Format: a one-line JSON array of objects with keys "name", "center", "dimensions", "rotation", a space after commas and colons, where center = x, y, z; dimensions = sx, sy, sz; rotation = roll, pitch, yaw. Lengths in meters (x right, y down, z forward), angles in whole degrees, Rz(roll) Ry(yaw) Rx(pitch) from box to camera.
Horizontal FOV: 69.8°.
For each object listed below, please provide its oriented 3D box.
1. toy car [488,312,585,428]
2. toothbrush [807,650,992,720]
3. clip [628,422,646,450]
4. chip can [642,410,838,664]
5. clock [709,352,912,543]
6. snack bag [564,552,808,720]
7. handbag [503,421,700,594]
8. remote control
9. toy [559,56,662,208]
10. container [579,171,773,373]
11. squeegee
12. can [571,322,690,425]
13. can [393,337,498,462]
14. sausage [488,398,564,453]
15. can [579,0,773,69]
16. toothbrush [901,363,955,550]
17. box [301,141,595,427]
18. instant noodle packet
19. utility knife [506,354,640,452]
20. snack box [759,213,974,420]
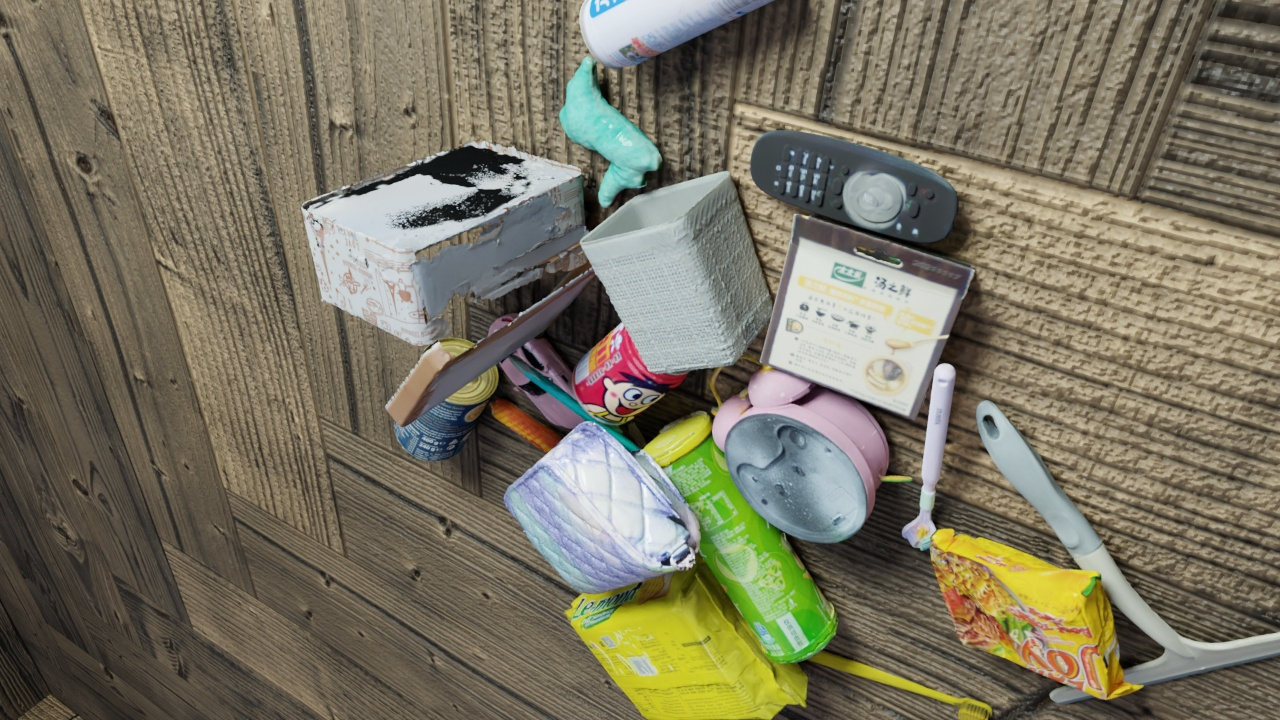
[{"name": "toy car", "center": [-0.091, 0.012, 0.825], "dimensions": [0.122, 0.037, 0.056], "rotation": [52, 136, -6]}, {"name": "toothbrush", "center": [0.206, 0.278, 0.799], "dimensions": [0.190, 0.016, 0.016], "rotation": [10, 124, 31]}, {"name": "clip", "center": [-0.024, 0.105, 0.833], "dimensions": [0.084, 0.034, 0.105], "rotation": [11, 120, 33]}, {"name": "chip can", "center": [0.084, 0.151, 0.765], "dimensions": [0.073, 0.072, 0.221], "rotation": [-24, 102, 43]}, {"name": "clock", "center": [0.113, 0.059, 0.685], "dimensions": [0.158, 0.059, 0.117], "rotation": [43, 142, 5]}, {"name": "snack bag", "center": [0.032, 0.278, 0.885], "dimensions": [0.158, 0.068, 0.247], "rotation": [54, 140, -4]}, {"name": "handbag", "center": [-0.036, 0.127, 0.759], "dimensions": [0.134, 0.075, 0.194], "rotation": [50, 154, 0]}, {"name": "remote control", "center": [0.135, -0.113, 0.582], "dimensions": [0.136, 0.024, 0.053], "rotation": [23, 132, 21]}, {"name": "toy", "center": [-0.024, -0.158, 0.666], "dimensions": [0.092, 0.030, 0.097], "rotation": [43, 141, 8]}, {"name": "container", "center": [0.032, -0.058, 0.652], "dimensions": [0.090, 0.090, 0.114], "rotation": [-6, 118, 39]}, {"name": "squeegee", "center": [0.304, 0.127, 0.611], "dimensions": [0.246, 0.039, 0.247], "rotation": [49, 135, -1]}, {"name": "can", "center": [-0.004, 0.004, 0.734], "dimensions": [0.066, 0.066, 0.094], "rotation": [49, 135, -2]}, {"name": "can", "center": [-0.190, 0.041, 0.889], "dimensions": [0.075, 0.075, 0.111], "rotation": [41, 135, 6]}, {"name": "sausage", "center": [-0.079, 0.082, 0.873], "dimensions": [0.165, 0.021, 0.022], "rotation": [32, 133, 15]}, {"name": "can", "center": [0.026, -0.226, 0.565], "dimensions": [0.135, 0.053, 0.053], "rotation": [-11, 112, 40]}, {"name": "toothbrush", "center": [0.201, 0.071, 0.634], "dimensions": [0.029, 0.021, 0.189], "rotation": [13, 139, 22]}, {"name": "box", "center": [-0.128, -0.050, 0.708], "dimensions": [0.153, 0.181, 0.178], "rotation": [25, 132, 33]}, {"name": "instant noodle packet", "center": [0.269, 0.176, 0.634], "dimensions": [0.129, 0.044, 0.111], "rotation": [9, 132, 56]}, {"name": "utility knife", "center": [-0.029, 0.055, 0.773], "dimensions": [0.207, 0.013, 0.029], "rotation": [39, 179, -23]}, {"name": "snack box", "center": [0.147, -0.035, 0.601], "dimensions": [0.113, 0.053, 0.126], "rotation": [21, 129, 16]}]
